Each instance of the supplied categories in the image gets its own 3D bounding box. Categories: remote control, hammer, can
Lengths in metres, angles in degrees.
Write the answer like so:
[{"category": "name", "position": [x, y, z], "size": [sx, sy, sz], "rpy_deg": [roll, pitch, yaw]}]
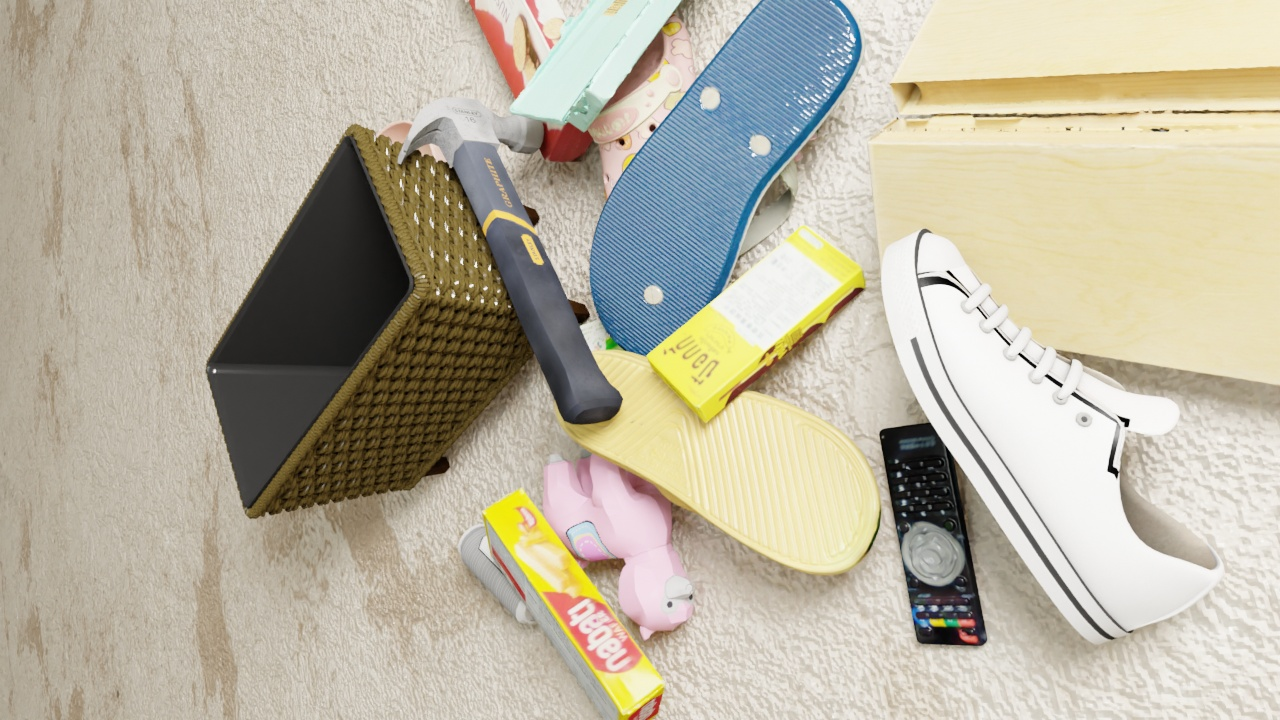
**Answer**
[{"category": "remote control", "position": [0.187, 0.110, 0.585], "size": [0.046, 0.021, 0.140], "rpy_deg": [-13, 84, 42]}, {"category": "hammer", "position": [-0.089, -0.086, 0.707], "size": [0.035, 0.139, 0.312], "rpy_deg": [-50, 56, 39]}, {"category": "can", "position": [-0.124, 0.195, 0.846], "size": [0.107, 0.044, 0.044], "rpy_deg": [34, 109, 38]}]

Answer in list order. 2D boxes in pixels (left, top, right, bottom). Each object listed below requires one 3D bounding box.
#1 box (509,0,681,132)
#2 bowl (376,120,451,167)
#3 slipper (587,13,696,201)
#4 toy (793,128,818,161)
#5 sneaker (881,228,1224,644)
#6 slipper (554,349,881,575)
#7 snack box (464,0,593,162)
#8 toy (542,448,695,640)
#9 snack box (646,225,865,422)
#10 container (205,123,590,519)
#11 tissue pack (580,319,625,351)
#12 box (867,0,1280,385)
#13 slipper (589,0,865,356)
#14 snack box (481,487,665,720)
[{"category": "box", "position": [-0.014, -0.259, 0.713], "size": [0.186, 0.055, 0.138], "rpy_deg": [-56, 28, -14]}, {"category": "bowl", "position": [-0.222, -0.160, 0.934], "size": [0.153, 0.076, 0.153], "rpy_deg": [-2, 88, 42]}, {"category": "slipper", "position": [-0.002, -0.193, 0.735], "size": [0.093, 0.081, 0.197], "rpy_deg": [-5, 82, 41]}, {"category": "toy", "position": [0.104, -0.198, 0.668], "size": [0.096, 0.041, 0.109], "rpy_deg": [25, 110, 39]}, {"category": "sneaker", "position": [0.222, 0.028, 0.485], "size": [0.097, 0.091, 0.245], "rpy_deg": [-33, 84, 30]}, {"category": "slipper", "position": [0.055, 0.064, 0.664], "size": [0.264, 0.078, 0.099], "rpy_deg": [23, 89, 30]}, {"category": "snack box", "position": [-0.108, -0.307, 0.851], "size": [0.077, 0.044, 0.272], "rpy_deg": [-52, 55, 46]}, {"category": "toy", "position": [-0.016, 0.142, 0.737], "size": [0.124, 0.067, 0.157], "rpy_deg": [-22, 78, 42]}, {"category": "snack box", "position": [0.080, -0.027, 0.635], "size": [0.149, 0.026, 0.061], "rpy_deg": [-40, 55, -6]}, {"category": "container", "position": [-0.218, -0.018, 0.833], "size": [0.322, 0.204, 0.176], "rpy_deg": [-45, 60, 31]}, {"category": "tissue pack", "position": [-0.004, 0.004, 0.757], "size": [0.114, 0.034, 0.099], "rpy_deg": [-16, 78, 42]}, {"category": "box", "position": [0.258, -0.122, 0.487], "size": [0.248, 0.118, 0.252], "rpy_deg": [13, 90, 41]}, {"category": "slipper", "position": [0.055, -0.132, 0.669], "size": [0.118, 0.060, 0.296], "rpy_deg": [40, 118, 9]}, {"category": "snack box", "position": [-0.057, 0.204, 0.742], "size": [0.200, 0.042, 0.092], "rpy_deg": [48, 155, 26]}]
